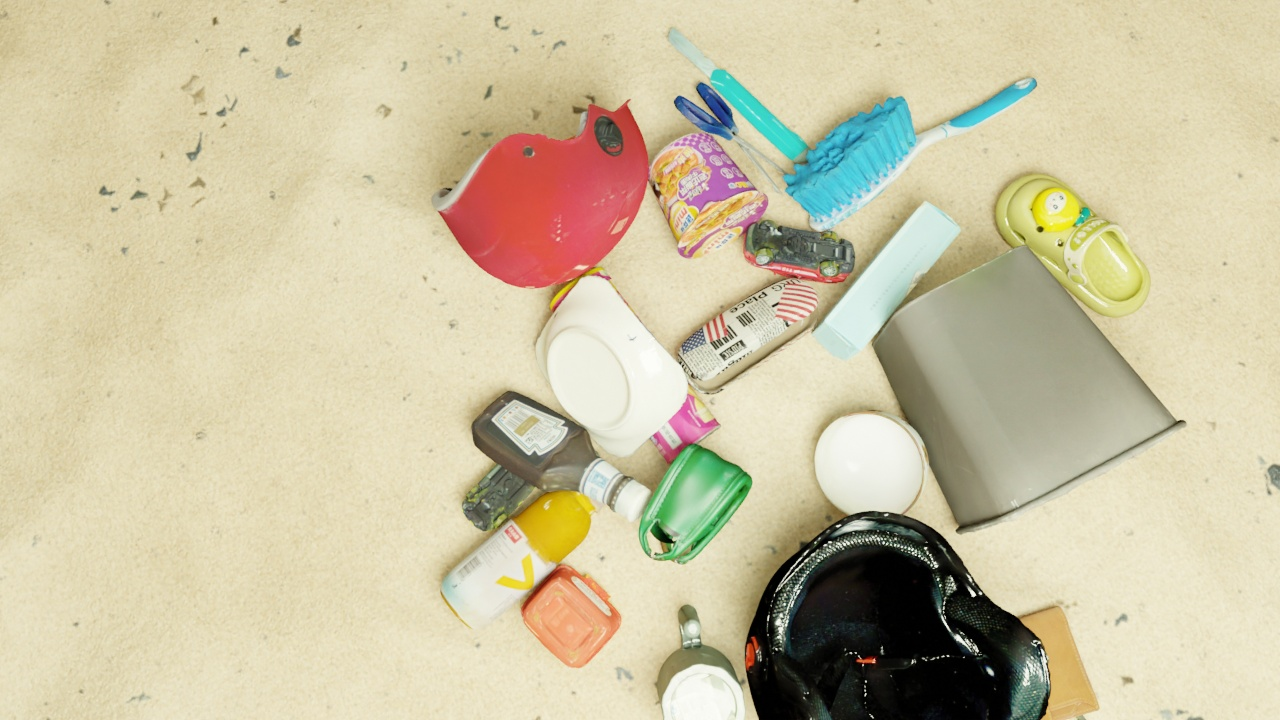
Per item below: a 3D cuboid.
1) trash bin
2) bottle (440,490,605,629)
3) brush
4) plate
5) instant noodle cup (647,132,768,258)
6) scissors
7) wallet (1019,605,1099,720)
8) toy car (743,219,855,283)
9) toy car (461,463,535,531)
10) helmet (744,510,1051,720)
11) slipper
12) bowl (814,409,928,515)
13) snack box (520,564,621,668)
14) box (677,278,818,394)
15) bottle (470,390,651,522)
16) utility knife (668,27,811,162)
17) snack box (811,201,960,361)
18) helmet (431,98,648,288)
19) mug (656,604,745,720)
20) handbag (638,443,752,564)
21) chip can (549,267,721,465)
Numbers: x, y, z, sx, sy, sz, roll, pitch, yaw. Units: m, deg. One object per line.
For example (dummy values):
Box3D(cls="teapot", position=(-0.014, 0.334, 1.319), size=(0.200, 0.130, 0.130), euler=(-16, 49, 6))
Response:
Box3D(cls="trash bin", position=(0.359, 0.028, 0.901), size=(0.198, 0.199, 0.219), euler=(-26, 75, -5))
Box3D(cls="bottle", position=(-0.114, 0.191, 0.935), size=(0.189, 0.068, 0.068), euler=(-40, 83, -8))
Box3D(cls="brush", position=(0.298, -0.247, 0.999), size=(0.314, 0.060, 0.109), euler=(-40, 126, -1))
Box3D(cls="plate", position=(-0.042, 0.015, 0.923), size=(0.164, 0.164, 0.034), euler=(49, 44, 9))
Box3D(cls="instant noodle cup", position=(0.065, -0.180, 0.976), size=(0.111, 0.111, 0.099), euler=(-27, 73, -4))
Box3D(cls="scissors", position=(0.098, -0.246, 0.991), size=(0.012, 0.162, 0.175), euler=(-45, 53, 30))
Box3D(cls="wallet", position=(0.385, 0.326, 0.930), size=(0.130, 0.035, 0.119), euler=(-18, 76, -2))
Box3D(cls="toy car", position=(0.169, -0.113, 0.987), size=(0.120, 0.045, 0.052), euler=(13, 58, -1))
Box3D(cls="toy car", position=(-0.140, 0.133, 0.963), size=(0.048, 0.032, 0.105), euler=(41, 72, 8))
Box3D(cls="helmet", position=(0.208, 0.276, 0.838), size=(0.233, 0.231, 0.274), euler=(-11, 82, -16))
Box3D(cls="slipper", position=(0.471, -0.129, 0.974), size=(0.190, 0.082, 0.091), euler=(45, 81, 4))
Box3D(cls="bowl", position=(0.243, 0.103, 0.938), size=(0.114, 0.062, 0.113), euler=(5, 99, 33))
Box3D(cls="snack box", position=(-0.070, 0.257, 0.918), size=(0.091, 0.080, 0.082), euler=(42, 83, 7))
Box3D(cls="box", position=(0.112, -0.034, 0.962), size=(0.163, 0.081, 0.075), euler=(-32, 73, -3))
Box3D(cls="bottle", position=(-0.077, 0.100, 0.924), size=(0.195, 0.044, 0.079), euler=(27, 50, 23))
Box3D(cls="utility knife", position=(0.112, -0.298, 1.036), size=(0.029, 0.013, 0.221), euler=(-45, 86, -5))
Box3D(cls="snack box", position=(0.258, -0.082, 0.970), size=(0.051, 0.074, 0.174), euler=(40, 84, 7))
Box3D(cls="helmet", position=(-0.079, -0.159, 0.930), size=(0.239, 0.207, 0.144), euler=(-33, 99, -36))
Box3D(cls="mug", position=(0.055, 0.308, 0.898), size=(0.083, 0.103, 0.124), euler=(-9, 82, -1))
Box3D(cls="handbag", position=(0.053, 0.147, 0.911), size=(0.068, 0.131, 0.120), euler=(32, 87, 14))
Box3D(cls="chip can", position=(-0.006, 0.006, 0.962), size=(0.071, 0.071, 0.210), euler=(-36, 83, -5))
